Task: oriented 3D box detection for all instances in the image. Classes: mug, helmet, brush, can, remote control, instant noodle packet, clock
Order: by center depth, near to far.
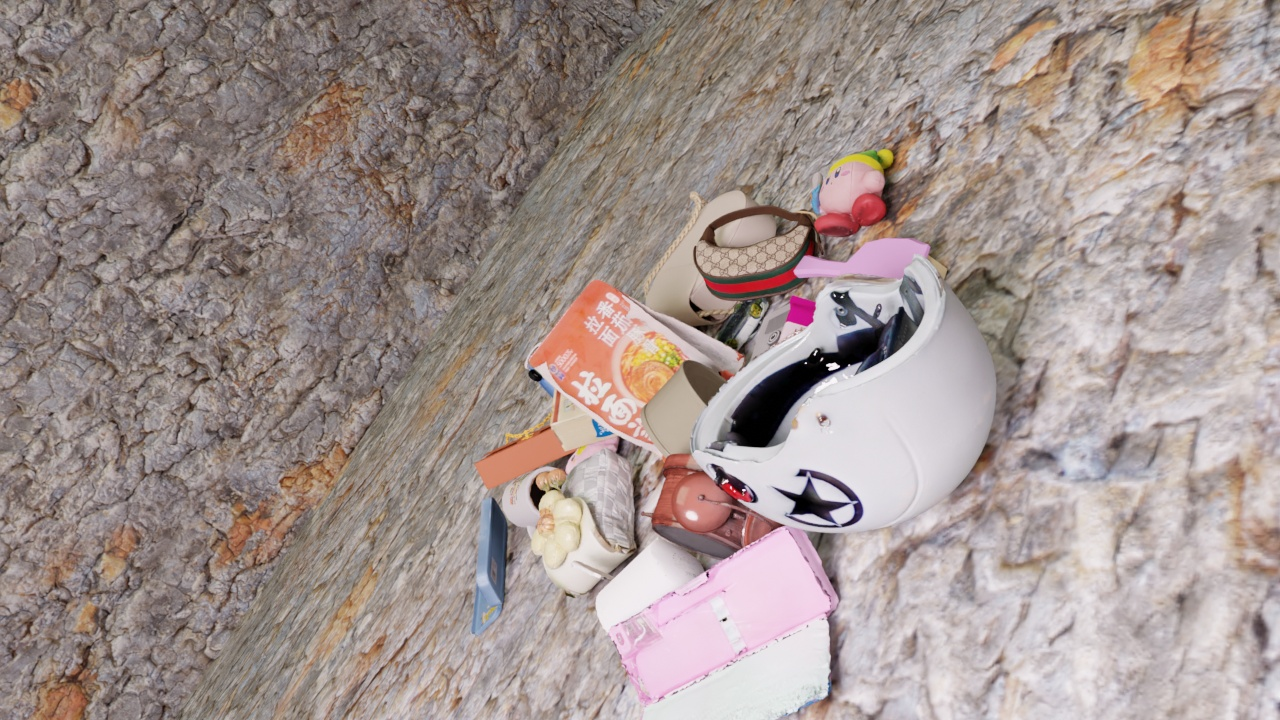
[{"bbox_3d":[0.173,0.051,0.764,0.235,0.163,0.265,-48,13,-35],"label":"helmet"},{"bbox_3d":[0.074,0.145,0.886,0.158,0.120,0.072,-26,39,65],"label":"clock"},{"bbox_3d":[0.070,0.070,1.006,0.073,0.127,0.127,-47,21,18],"label":"can"},{"bbox_3d":[0.244,-0.091,1.020,0.089,0.043,0.229,-54,20,-5],"label":"brush"},{"bbox_3d":[0.161,-0.010,1.099,0.074,0.019,0.150,-29,31,47],"label":"remote control"},{"bbox_3d":[-0.007,0.007,1.119,0.165,0.221,0.083,-47,18,34],"label":"instant noodle packet"},{"bbox_3d":[-0.146,0.212,1.316,0.090,0.073,0.105,-30,63,56],"label":"mug"}]

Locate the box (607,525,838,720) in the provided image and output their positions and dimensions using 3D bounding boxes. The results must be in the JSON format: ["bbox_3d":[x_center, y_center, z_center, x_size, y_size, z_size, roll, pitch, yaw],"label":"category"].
[{"bbox_3d":[0.074,0.257,0.799,0.231,0.066,0.158,-39,44,31],"label":"box"}]

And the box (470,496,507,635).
[{"bbox_3d":[-0.221,0.302,1.363,0.209,0.049,0.121,-102,18,-64],"label":"box"}]

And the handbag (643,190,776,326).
[{"bbox_3d":[0.098,-0.150,1.348,0.208,0.103,0.211,-61,20,-12],"label":"handbag"}]

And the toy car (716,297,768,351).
[{"bbox_3d":[0.129,-0.039,1.195,0.105,0.033,0.048,-53,22,-15],"label":"toy car"}]

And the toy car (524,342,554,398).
[{"bbox_3d":[-0.123,0.036,1.477,0.056,0.153,0.054,-53,-21,24],"label":"toy car"}]

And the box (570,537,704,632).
[{"bbox_3d":[-0.005,0.228,0.959,0.137,0.083,0.143,-47,39,18],"label":"box"}]

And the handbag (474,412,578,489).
[{"bbox_3d":[-0.158,0.123,1.399,0.172,0.060,0.108,-25,5,10],"label":"handbag"}]

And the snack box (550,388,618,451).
[{"bbox_3d":[-0.044,0.030,1.323,0.153,0.055,0.207,-17,32,11],"label":"snack box"}]

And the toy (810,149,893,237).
[{"bbox_3d":[0.270,-0.217,1.154,0.124,0.096,0.131,-33,46,55],"label":"toy"}]

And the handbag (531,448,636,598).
[{"bbox_3d":[-0.071,0.184,1.123,0.113,0.123,0.171,-47,26,32],"label":"handbag"}]

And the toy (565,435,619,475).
[{"bbox_3d":[-0.064,0.136,1.289,0.102,0.050,0.093,-50,19,7],"label":"toy"}]

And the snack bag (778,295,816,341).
[{"bbox_3d":[0.170,0.011,0.987,0.016,0.070,0.196,93,-161,-56],"label":"snack bag"}]

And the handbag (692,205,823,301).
[{"bbox_3d":[0.154,-0.150,1.197,0.167,0.063,0.138,-8,55,21],"label":"handbag"}]
